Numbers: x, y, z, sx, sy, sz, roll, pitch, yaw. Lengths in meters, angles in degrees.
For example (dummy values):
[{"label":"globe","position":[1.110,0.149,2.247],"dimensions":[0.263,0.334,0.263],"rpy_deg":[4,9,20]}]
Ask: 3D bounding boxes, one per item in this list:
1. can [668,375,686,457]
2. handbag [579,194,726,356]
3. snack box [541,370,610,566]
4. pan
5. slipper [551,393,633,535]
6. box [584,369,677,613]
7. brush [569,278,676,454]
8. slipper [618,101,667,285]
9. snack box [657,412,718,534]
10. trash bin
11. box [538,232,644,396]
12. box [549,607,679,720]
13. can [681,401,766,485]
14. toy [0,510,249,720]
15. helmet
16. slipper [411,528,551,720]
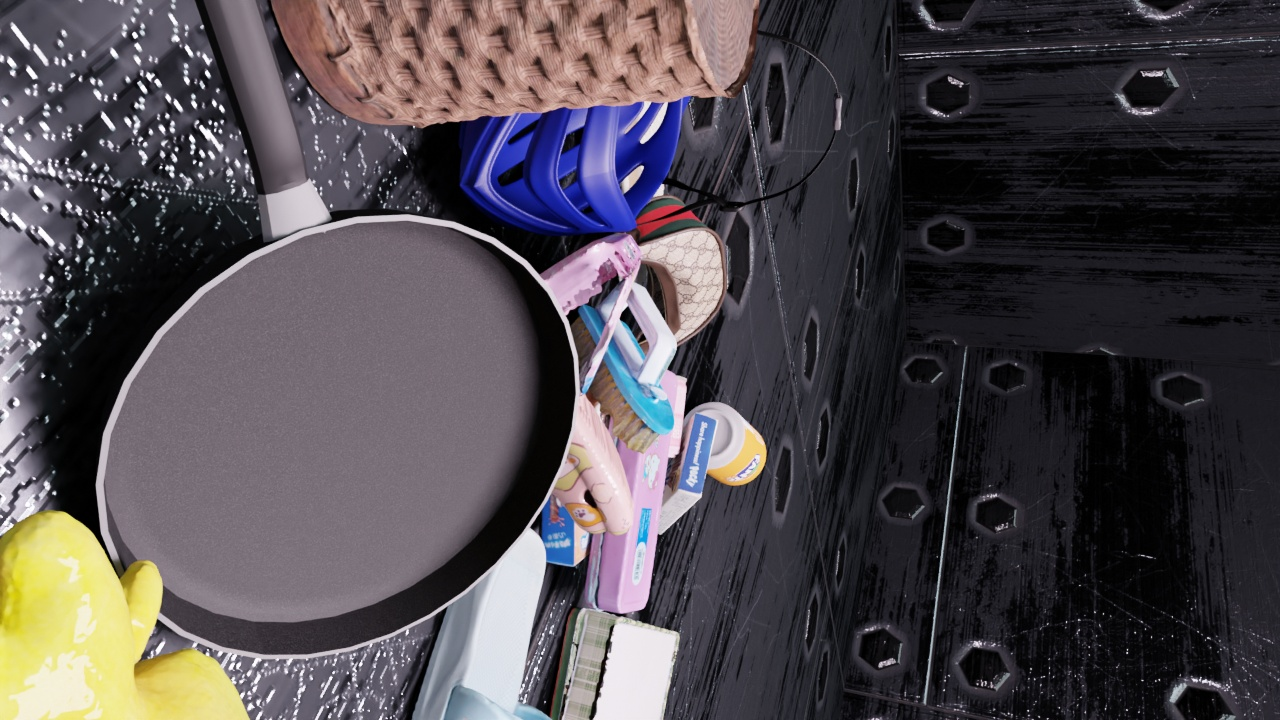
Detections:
[{"label":"can","position":[0.008,0.052,0.873],"dimensions":[0.067,0.067,0.076],"rpy_deg":[21,74,-67]},{"label":"handbag","position":[0.007,-0.061,0.817],"dimensions":[0.138,0.063,0.167],"rpy_deg":[-33,149,-12]},{"label":"snack box","position":[-0.051,0.087,0.778],"dimensions":[0.087,0.034,0.151],"rpy_deg":[-24,117,-66]},{"label":"pan","position":[-0.136,-0.017,0.397],"dimensions":[0.224,0.034,0.357],"rpy_deg":[-26,128,-27]},{"label":"slipper","position":[-0.075,0.048,0.660],"dimensions":[0.197,0.081,0.093],"rpy_deg":[61,4,-16]},{"label":"box","position":[-0.007,0.108,0.795],"dimensions":[0.076,0.036,0.214],"rpy_deg":[24,72,-67]},{"label":"brush","position":[-0.004,0.004,0.727],"dimensions":[0.055,0.075,0.135],"rpy_deg":[22,30,-43]},{"label":"slipper","position":[-0.009,-0.187,0.802],"dimensions":[0.114,0.054,0.273],"rpy_deg":[-59,155,-46]},{"label":"snack box","position":[0.037,0.117,0.921],"dimensions":[0.150,0.026,0.081],"rpy_deg":[119,-12,-62]},{"label":"trash bin","position":[-0.057,-0.199,0.465],"dimensions":[0.151,0.210,0.151],"rpy_deg":[4,89,-68]},{"label":"box","position":[-0.031,-0.035,0.619],"dimensions":[0.077,0.085,0.230],"rpy_deg":[58,7,-7]},{"label":"box","position":[-0.021,0.306,0.882],"dimensions":[0.205,0.050,0.117],"rpy_deg":[43,58,-63]},{"label":"can","position":[0.102,0.104,1.105],"dimensions":[0.142,0.079,0.079],"rpy_deg":[40,57,-64]},{"label":"toy","position":[-0.202,0.153,0.339],"dimensions":[0.133,0.092,0.208],"rpy_deg":[-58,143,-54]},{"label":"helmet","position":[0.007,-0.157,0.611],"dimensions":[0.240,0.228,0.148],"rpy_deg":[-50,144,-46]},{"label":"slipper","position":[-0.100,0.235,0.634],"dimensions":[0.104,0.074,0.245],"rpy_deg":[49,48,-60]}]
